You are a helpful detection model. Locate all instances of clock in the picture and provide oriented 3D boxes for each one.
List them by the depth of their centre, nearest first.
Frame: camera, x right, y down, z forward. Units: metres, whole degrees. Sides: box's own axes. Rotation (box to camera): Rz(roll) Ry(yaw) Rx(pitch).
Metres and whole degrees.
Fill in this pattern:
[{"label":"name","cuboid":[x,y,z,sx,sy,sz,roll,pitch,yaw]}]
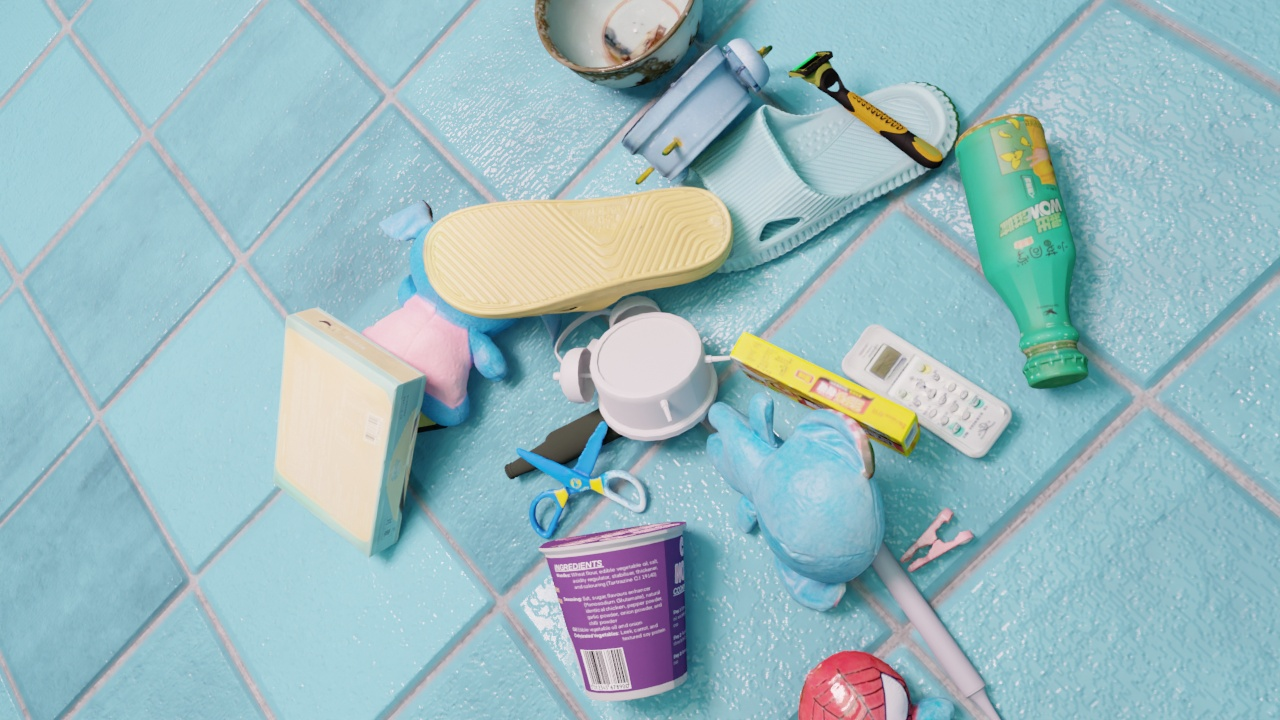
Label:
[{"label":"clock","cuboid":[-0.005,0.004,0.793,0.159,0.061,0.119,28,62,35]},{"label":"clock","cuboid":[0.053,-0.225,0.802,0.060,0.118,0.162,45,79,-7]}]

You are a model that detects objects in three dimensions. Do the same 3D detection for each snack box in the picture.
[{"label":"snack box","cuboid":[0.149,0.027,0.735,0.152,0.075,0.025,27,86,23]},{"label":"snack box","cuboid":[-0.276,0.067,0.851,0.141,0.044,0.194,29,121,23]}]

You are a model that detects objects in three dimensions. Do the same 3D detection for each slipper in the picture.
[{"label":"slipper","cuboid":[0.137,-0.164,0.791,0.276,0.069,0.116,-24,73,13]},{"label":"slipper","cuboid":[-0.051,-0.089,0.794,0.263,0.078,0.099,-9,77,1]}]

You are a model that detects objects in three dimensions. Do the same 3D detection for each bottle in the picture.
[{"label":"bottle","cuboid":[0.299,-0.083,0.710,0.068,0.068,0.209,-12,74,17]},{"label":"bottle","cuboid":[-0.068,0.076,0.827,0.123,0.033,0.033,-27,70,13]}]

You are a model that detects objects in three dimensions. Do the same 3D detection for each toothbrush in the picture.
[{"label":"toothbrush","cuboid":[0.230,0.219,0.691,0.019,0.018,0.188,-38,68,10]}]

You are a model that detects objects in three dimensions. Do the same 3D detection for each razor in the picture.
[{"label":"razor","cuboid":[0.189,-0.204,0.754,0.144,0.021,0.044,41,59,13]}]

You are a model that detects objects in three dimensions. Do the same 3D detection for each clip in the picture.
[{"label":"clip","cuboid":[0.226,0.136,0.711,0.060,0.023,0.045,-18,67,14]}]

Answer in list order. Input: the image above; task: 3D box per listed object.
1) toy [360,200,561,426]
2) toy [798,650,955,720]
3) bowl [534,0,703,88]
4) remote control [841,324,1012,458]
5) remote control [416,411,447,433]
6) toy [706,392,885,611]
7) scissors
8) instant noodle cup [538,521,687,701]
[{"label":"toy","cuboid":[-0.187,-0.052,0.862,0.224,0.099,0.191,34,91,14]},{"label":"toy","cuboid":[0.178,0.274,0.677,0.133,0.062,0.092,27,95,12]},{"label":"bowl","cuboid":[-0.009,-0.322,0.865,0.160,0.094,0.159,-5,76,19]},{"label":"remote control","cuboid":[0.228,0.024,0.736,0.133,0.022,0.050,36,92,24]},{"label":"remote control","cuboid":[-0.253,0.048,0.912,0.134,0.013,0.058,-11,74,17]},{"label":"toy","cuboid":[0.123,0.096,0.723,0.114,0.184,0.180,-18,38,-27]},{"label":"scissors","cuboid":[-0.055,0.109,0.809,0.126,0.013,0.125,25,107,2]},{"label":"instant noodle cup","cuboid":[-0.018,0.203,0.745,0.137,0.121,0.122,-16,81,44]}]
